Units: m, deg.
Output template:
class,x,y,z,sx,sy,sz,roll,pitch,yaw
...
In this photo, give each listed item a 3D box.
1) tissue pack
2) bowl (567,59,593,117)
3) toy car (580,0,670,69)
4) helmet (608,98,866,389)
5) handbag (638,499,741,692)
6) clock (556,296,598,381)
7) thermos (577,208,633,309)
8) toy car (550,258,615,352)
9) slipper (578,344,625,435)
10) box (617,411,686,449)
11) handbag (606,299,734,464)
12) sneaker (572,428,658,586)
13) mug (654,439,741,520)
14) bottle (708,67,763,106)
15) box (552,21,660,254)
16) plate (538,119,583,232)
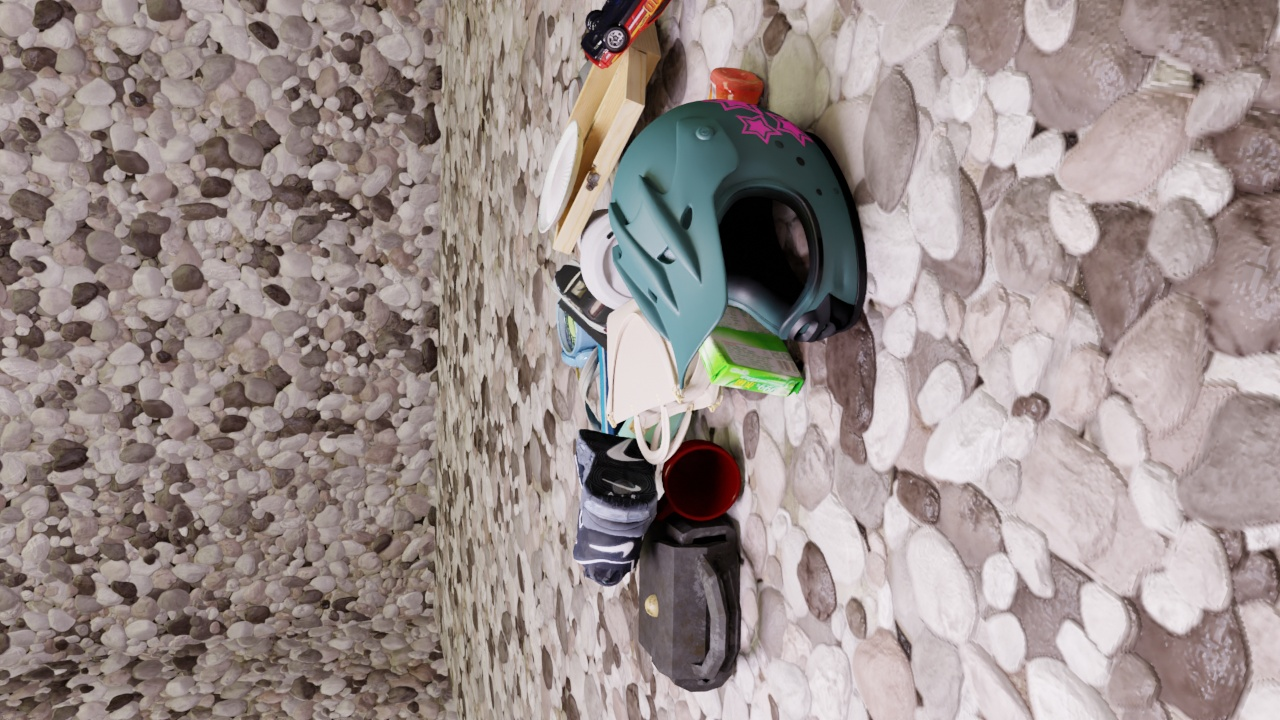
class,x,y,z,sx,sy,sz,roll,pitch,yaw
tissue pack,0.100,-0.014,0.896,0.034,0.113,0.099,-54,40,36
bowl,-0.075,-0.393,1.390,0.151,0.056,0.150,177,90,-69
toy car,-0.002,-0.439,1.104,0.190,0.056,0.081,-49,35,15
helmet,0.072,-0.112,0.823,0.177,0.200,0.274,115,147,-51
handbag,0.056,0.278,1.050,0.199,0.102,0.197,-161,70,-68
clock,-0.090,-0.042,1.470,0.118,0.060,0.162,-178,82,-68
thermos,-0.027,-0.147,1.213,0.222,0.131,0.132,-128,40,-69
toy car,-0.064,-0.086,1.281,0.094,0.071,0.192,-51,42,4
slipper,-0.060,0.032,1.346,0.118,0.060,0.294,62,-157,-77
box,0.020,0.056,1.201,0.187,0.052,0.138,176,105,-70
handbag,0.026,0.021,1.048,0.195,0.101,0.197,-26,55,58
sneaker,-0.037,0.179,1.077,0.252,0.097,0.151,-109,30,-74
mug,0.054,0.137,1.053,0.114,0.087,0.088,-46,12,2
bottle,0.090,-0.238,0.976,0.071,0.048,0.134,-120,34,-52
box,-0.053,-0.308,1.214,0.252,0.068,0.248,-84,19,-44
plate,-0.106,-0.245,1.231,0.157,0.014,0.157,-166,91,-72
